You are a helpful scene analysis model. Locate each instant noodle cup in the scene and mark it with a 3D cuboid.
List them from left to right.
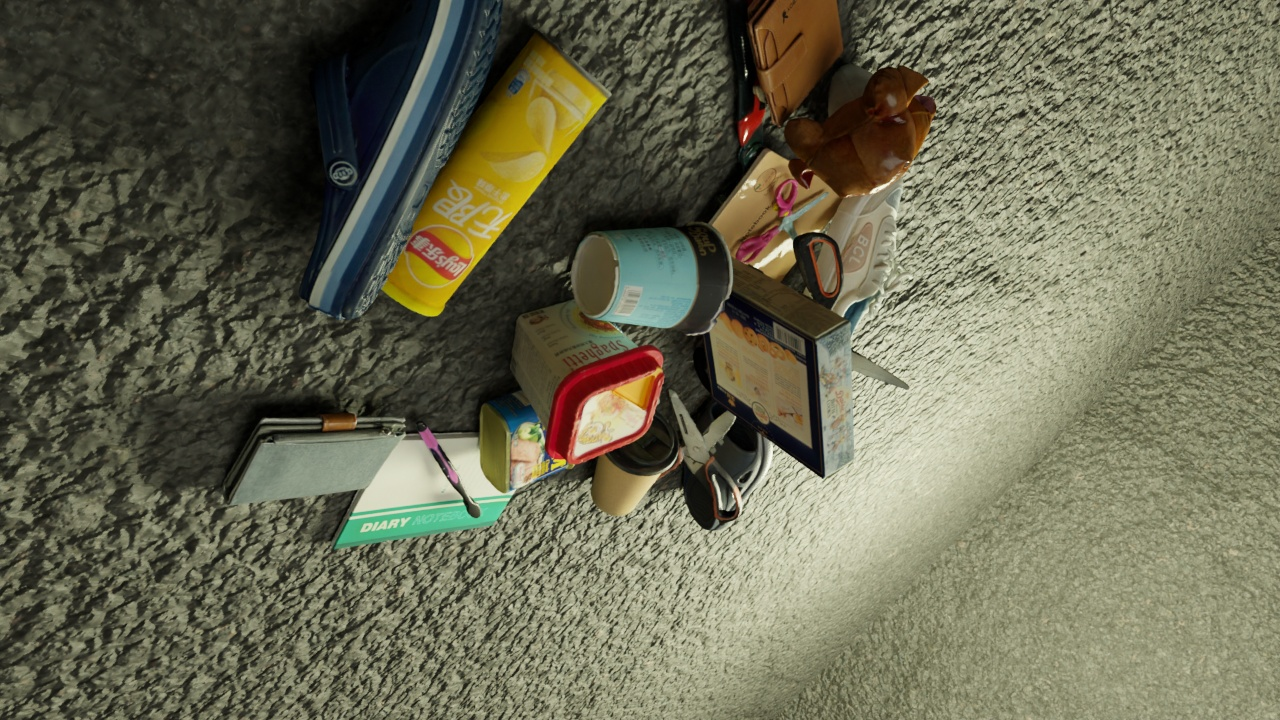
[{"bbox_3d":[-0.057,0.013,0.860,0.116,0.124,0.117,-20,143,-32],"label":"instant noodle cup"},{"bbox_3d":[0.004,-0.078,0.848,0.120,0.111,0.111,-2,131,-35],"label":"instant noodle cup"}]

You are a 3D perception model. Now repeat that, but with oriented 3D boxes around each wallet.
[{"bbox_3d":[-0.278,0.079,0.788,0.129,0.037,0.107,0,140,-46],"label":"wallet"},{"bbox_3d":[0.132,-0.278,0.780,0.107,0.031,0.132,-53,151,-10],"label":"wallet"}]

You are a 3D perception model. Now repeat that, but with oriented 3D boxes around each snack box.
[{"bbox_3d":[0.133,0.003,0.922,0.045,0.178,0.183,-31,132,-22],"label":"snack box"}]

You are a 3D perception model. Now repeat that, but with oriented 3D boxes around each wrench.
[{"bbox_3d":[0.095,-0.236,0.825,0.056,0.016,0.274,-31,148,-17],"label":"wrench"}]

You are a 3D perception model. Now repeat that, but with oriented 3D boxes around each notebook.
[{"bbox_3d":[-0.202,0.130,0.956,0.208,0.012,0.151,3,128,-49],"label":"notebook"},{"bbox_3d":[0.136,-0.140,0.977,0.148,0.008,0.207,-52,151,20],"label":"notebook"}]

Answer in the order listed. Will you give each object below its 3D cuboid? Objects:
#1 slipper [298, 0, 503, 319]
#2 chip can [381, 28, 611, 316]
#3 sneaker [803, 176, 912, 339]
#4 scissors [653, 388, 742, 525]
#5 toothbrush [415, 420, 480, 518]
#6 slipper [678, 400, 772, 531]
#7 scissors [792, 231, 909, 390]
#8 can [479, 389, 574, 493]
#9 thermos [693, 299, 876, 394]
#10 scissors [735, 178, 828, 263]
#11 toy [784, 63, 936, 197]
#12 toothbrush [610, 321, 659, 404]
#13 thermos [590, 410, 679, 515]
[{"bbox_3d":[-0.165,-0.150,0.584,0.095,0.105,0.253,24,100,-12],"label":"slipper"},{"bbox_3d":[-0.113,-0.133,0.671,0.213,0.072,0.072,-48,148,11],"label":"chip can"},{"bbox_3d":[0.252,-0.105,1.031,0.242,0.091,0.089,-65,152,0],"label":"sneaker"},{"bbox_3d":[0.070,0.124,1.133,0.224,0.189,0.015,-44,-167,40],"label":"scissors"},{"bbox_3d":[-0.192,0.110,0.919,0.014,0.018,0.189,-33,145,-14],"label":"toothbrush"},{"bbox_3d":[0.094,0.143,1.202,0.083,0.110,0.269,-18,145,-29],"label":"slipper"},{"bbox_3d":[0.187,-0.031,0.998,0.021,0.221,0.232,-39,136,-70],"label":"scissors"},{"bbox_3d":[-0.114,0.076,0.925,0.083,0.057,0.102,-21,132,-34],"label":"can"},{"bbox_3d":[0.177,-0.029,1.122,0.242,0.068,0.090,-26,167,-25],"label":"thermos"},{"bbox_3d":[0.148,-0.143,0.963,0.135,0.017,0.133,-46,156,2],"label":"scissors"},{"bbox_3d":[0.210,-0.220,0.867,0.140,0.130,0.199,-22,-179,31],"label":"toy"},{"bbox_3d":[-0.006,0.006,1.012,0.017,0.016,0.187,-48,149,-9],"label":"toothbrush"},{"bbox_3d":[-0.014,0.121,1.082,0.092,0.093,0.144,-19,151,-32],"label":"thermos"}]
